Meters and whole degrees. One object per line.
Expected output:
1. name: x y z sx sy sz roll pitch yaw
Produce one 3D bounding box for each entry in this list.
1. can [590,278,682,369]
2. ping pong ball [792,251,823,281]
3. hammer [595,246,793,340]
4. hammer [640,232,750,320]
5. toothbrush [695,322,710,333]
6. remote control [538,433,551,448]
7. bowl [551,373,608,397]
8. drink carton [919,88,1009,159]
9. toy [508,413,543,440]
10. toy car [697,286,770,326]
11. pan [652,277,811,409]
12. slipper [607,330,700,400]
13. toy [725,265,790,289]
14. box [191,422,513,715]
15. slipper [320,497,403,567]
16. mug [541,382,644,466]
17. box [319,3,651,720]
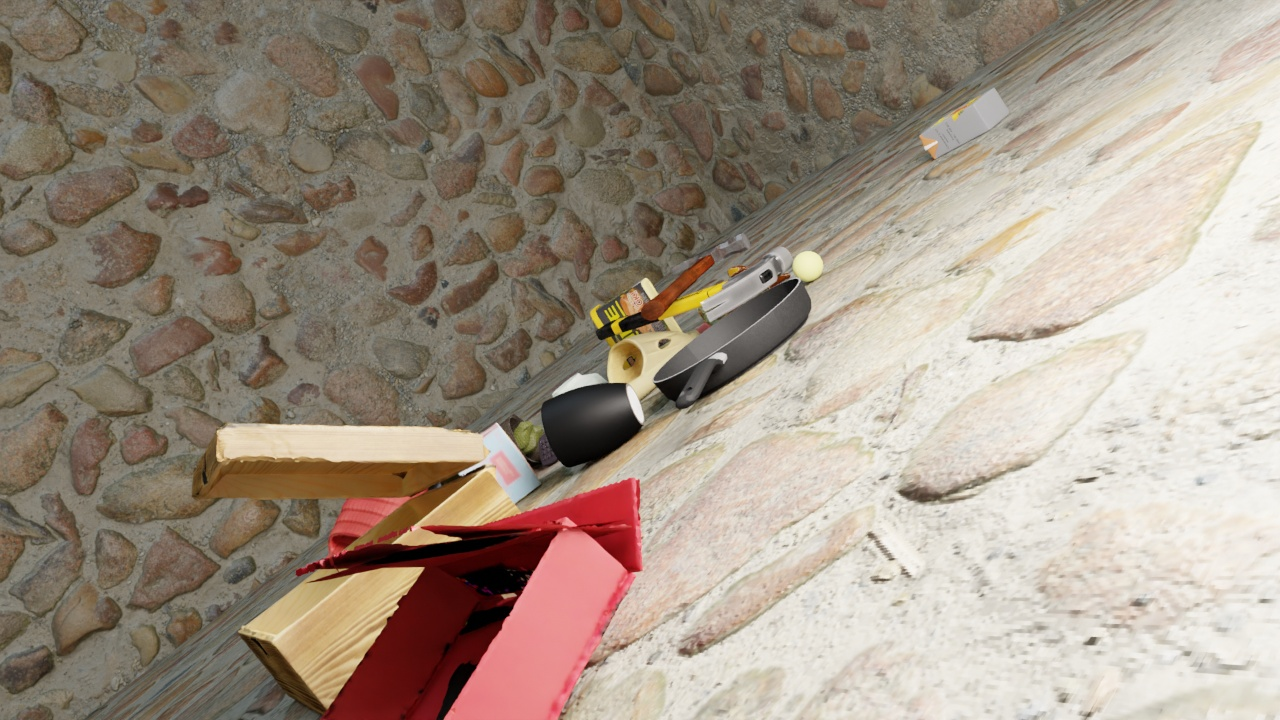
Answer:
1. can: -0.001 -0.053 1.479 0.101 0.131 0.072 -32 7 12
2. ping pong ball: 0.222 -0.125 1.216 0.040 0.040 0.040 -35 6 4
3. hammer: 0.050 -0.074 1.279 0.325 0.034 0.169 -16 15 45
4. hammer: 0.064 -0.112 1.269 0.111 0.028 0.299 -22 11 27
5. toothbrush: 0.038 -0.005 1.433 0.184 0.015 0.015 -36 6 6
6. remote control: -0.094 0.101 1.226 0.125 0.046 0.009 -31 -32 34
7. bowl: -0.100 0.060 1.440 0.117 0.061 0.117 -39 6 5
8. drink carton: 0.523 -0.382 1.488 0.076 0.048 0.125 -39 7 -25
9. toy: -0.209 0.137 1.301 0.153 0.078 0.179 -29 -22 9
10. toy car: 0.133 -0.076 1.303 0.112 0.047 0.047 -27 28 28
11. pan: 0.089 0.000 0.979 0.204 0.044 0.354 -33 7 20
12. slipper: -0.008 0.008 1.304 0.112 0.079 0.260 -24 14 48
13. toy: 0.174 -0.109 1.395 0.103 0.070 0.090 -14 -14 -17
14. box: -0.279 0.148 0.889 0.268 0.264 0.280 -37 4 -31
15. slipper: -0.352 0.191 1.243 0.104 0.059 0.248 2 47 32
16. mug: -0.046 0.072 1.068 0.100 0.084 0.119 -22 -21 12
17. box: -0.084 0.025 0.603 0.215 0.138 0.466 -27 44 53
